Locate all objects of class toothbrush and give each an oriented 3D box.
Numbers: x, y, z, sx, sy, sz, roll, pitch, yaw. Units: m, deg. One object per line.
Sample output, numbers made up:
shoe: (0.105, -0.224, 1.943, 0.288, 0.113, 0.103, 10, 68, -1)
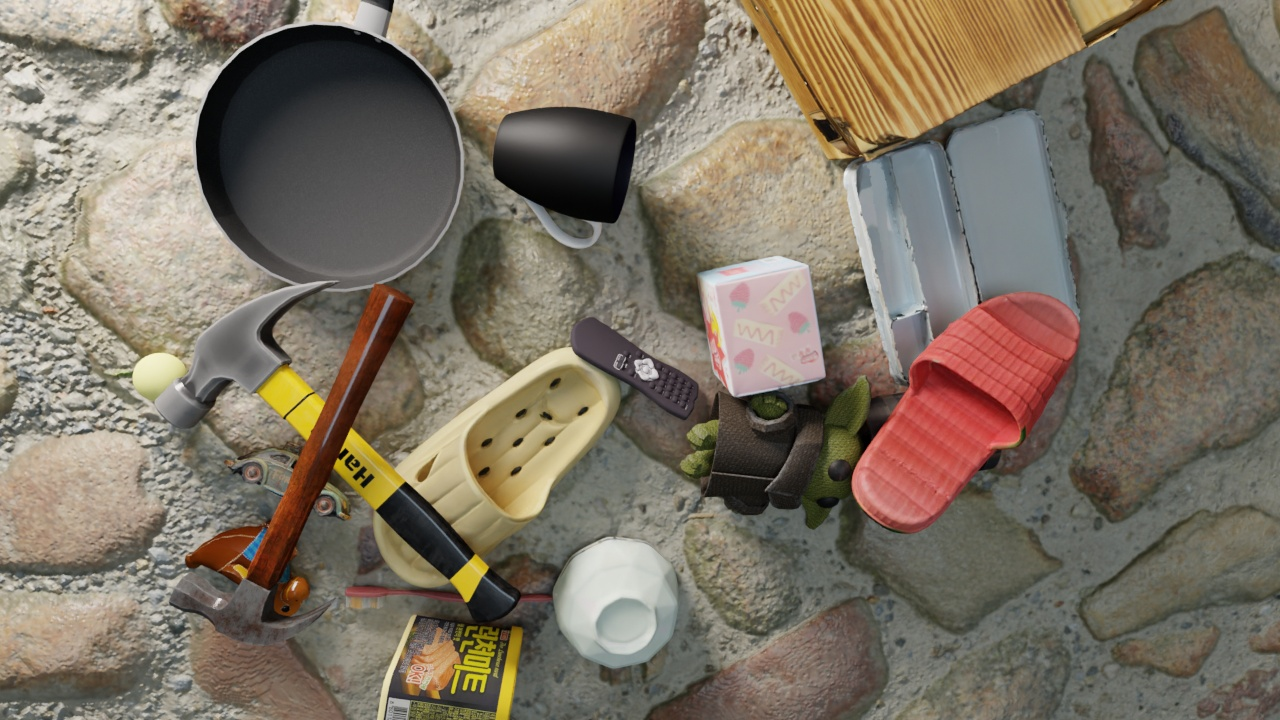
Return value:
toothbrush: (-0.169, 0.213, 0.821, 0.184, 0.015, 0.016, 3, 101, -7)

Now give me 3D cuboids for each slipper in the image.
slipper: (0.265, 0.030, 0.736, 0.103, 0.059, 0.248, 41, 76, 16)
slipper: (-0.125, 0.092, 0.771, 0.261, 0.079, 0.111, -43, 98, 3)

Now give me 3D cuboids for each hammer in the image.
hammer: (-0.215, 0.083, 0.724, 0.170, 0.034, 0.324, -44, 93, 7)
hammer: (-0.247, 0.081, 0.697, 0.111, 0.028, 0.301, 27, 98, -1)

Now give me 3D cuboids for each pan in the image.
pan: (-0.217, -0.229, 0.714, 0.204, 0.044, 0.356, 18, 99, -9)

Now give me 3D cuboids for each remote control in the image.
remote control: (-0.005, 0.005, 0.782, 0.124, 0.046, 0.009, 32, 136, -10)

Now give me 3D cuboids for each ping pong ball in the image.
ping pong ball: (-0.391, 0.014, 0.747, 0.040, 0.040, 0.040, -1, 101, -5)

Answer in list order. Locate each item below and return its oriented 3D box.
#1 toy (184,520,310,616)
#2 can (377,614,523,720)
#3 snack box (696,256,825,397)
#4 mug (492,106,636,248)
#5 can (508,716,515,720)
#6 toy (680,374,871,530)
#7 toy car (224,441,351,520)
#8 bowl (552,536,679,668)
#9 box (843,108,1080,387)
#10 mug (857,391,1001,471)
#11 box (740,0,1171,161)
toy: (-0.339, 0.187, 0.791, 0.103, 0.070, 0.090, -14, 116, 20)
can: (-0.158, 0.275, 0.776, 0.101, 0.130, 0.072, 10, 100, -5)
snack box: (0.097, -0.030, 0.758, 0.079, 0.093, 0.095, -12, 102, -3)
mug: (-0.063, -0.146, 0.735, 0.100, 0.084, 0.119, 13, 130, 5)
can: (-0.141, 0.368, 0.841, 0.038, 0.038, 0.079, 37, 96, -11)
toy: (0.114, 0.081, 0.778, 0.153, 0.078, 0.180, 8, 129, -2)
toy car: (-0.288, 0.096, 0.770, 0.112, 0.047, 0.047, 27, 79, -5)
bowl: (-0.017, 0.221, 0.810, 0.117, 0.061, 0.117, -2, 101, -9)
box: (0.282, -0.097, 0.798, 0.190, 0.037, 0.209, -21, 103, -9)
mug: (0.246, 0.078, 0.809, 0.107, 0.080, 0.116, -9, 128, -3)
box: (0.175, -0.307, 0.631, 0.269, 0.264, 0.279, -33, 104, 3)
